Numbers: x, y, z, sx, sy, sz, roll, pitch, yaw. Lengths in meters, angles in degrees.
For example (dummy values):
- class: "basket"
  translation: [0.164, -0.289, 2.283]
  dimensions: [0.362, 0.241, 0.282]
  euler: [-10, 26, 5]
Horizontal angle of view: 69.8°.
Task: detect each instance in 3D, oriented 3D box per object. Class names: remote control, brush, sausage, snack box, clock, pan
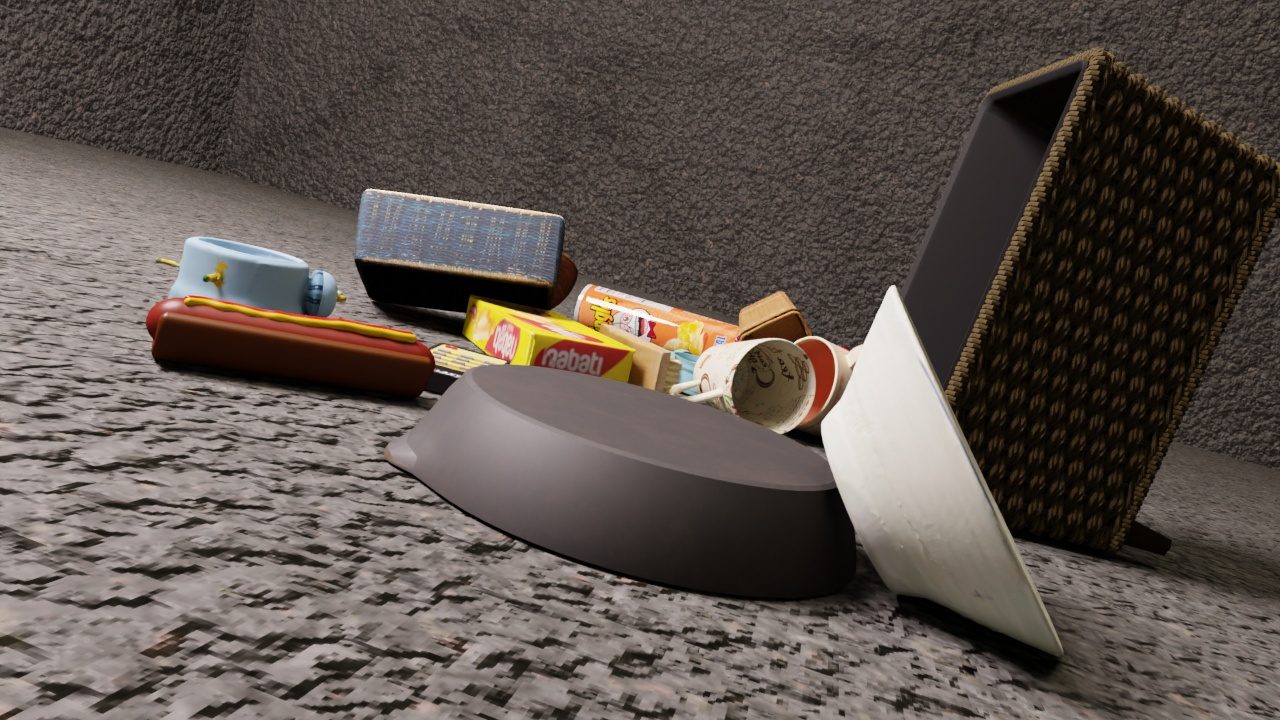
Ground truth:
- class: "remote control"
  translation: [-0.129, 0.006, 0.648]
  dimensions: [0.058, 0.013, 0.133]
  euler: [15, 7, -3]
- class: "brush"
  translation: [-0.005, 0.005, 0.784]
  dimensions: [0.039, 0.049, 0.117]
  euler: [9, 9, -28]
- class: "sausage"
  translation: [-0.191, -0.008, 0.515]
  dimensions: [0.155, 0.040, 0.040]
  euler: [11, 8, -30]
- class: "snack box"
  translation: [-0.087, -0.016, 0.802]
  dimensions: [0.092, 0.042, 0.201]
  euler: [10, 8, -26]
- class: "clock"
  translation: [0.046, 0.008, 0.901]
  dimensions: [0.123, 0.042, 0.087]
  euler: [19, 8, 18]
- class: "clock"
  translation: [-0.272, -0.053, 0.656]
  dimensions: [0.089, 0.052, 0.124]
  euler: [17, 7, 31]
- class: "pan"
  translation: [-0.018, 0.036, 0.521]
  dimensions: [0.248, 0.043, 0.356]
  euler: [13, 7, -20]

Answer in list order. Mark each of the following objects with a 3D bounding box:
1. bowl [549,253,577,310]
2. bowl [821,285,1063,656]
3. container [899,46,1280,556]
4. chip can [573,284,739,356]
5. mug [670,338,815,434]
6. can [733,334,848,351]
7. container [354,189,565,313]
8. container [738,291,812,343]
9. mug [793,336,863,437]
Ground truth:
- class: "bowl"
  translation: [-0.149, -0.083, 1.042]
  dimensions: [0.147, 0.068, 0.147]
  euler: [9, -17, 3]
- class: "bowl"
  translation: [0.127, 0.057, 0.424]
  dimensions: [0.058, 0.176, 0.176]
  euler: [-25, -5, 16]
- class: "container"
  translation: [0.321, -0.027, 0.687]
  dimensions: [0.205, 0.321, 0.176]
  euler: [21, 6, -5]
- class: "chip can"
  translation: [0.024, -0.039, 1.155]
  dimensions: [0.210, 0.062, 0.062]
  euler: [17, 7, 18]
- class: "mug"
  translation: [0.074, 0.023, 0.793]
  dimensions: [0.121, 0.081, 0.097]
  euler: [-16, 11, -19]
- class: "can"
  translation: [0.175, 0.010, 1.034]
  dimensions: [0.142, 0.074, 0.074]
  euler: [13, 7, -18]
- class: "container"
  translation: [-0.174, -0.096, 0.894]
  dimensions: [0.187, 0.071, 0.145]
  euler: [7, -13, -9]
- class: "container"
  translation: [0.139, -0.010, 0.888]
  dimensions: [0.114, 0.063, 0.061]
  euler: [57, 14, -33]
- class: "mug"
  translation: [0.191, 0.026, 0.826]
  dimensions: [0.104, 0.112, 0.085]
  euler: [22, 42, -34]
